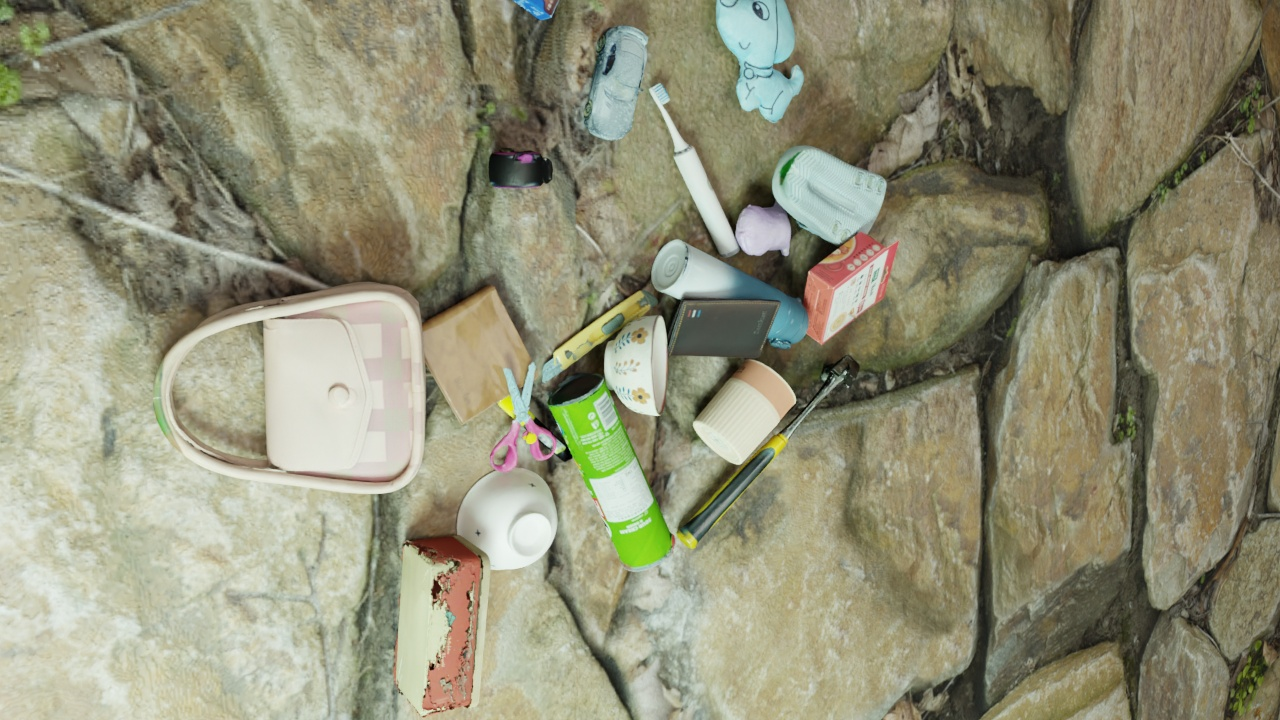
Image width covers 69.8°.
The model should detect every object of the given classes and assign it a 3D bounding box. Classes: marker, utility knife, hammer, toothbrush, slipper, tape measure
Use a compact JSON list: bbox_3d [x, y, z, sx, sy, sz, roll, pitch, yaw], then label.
[{"bbox_3d":[-0.116,0.075,1.019,0.018,0.015,0.124,-50,124,-10],"label":"marker"},{"bbox_3d":[-0.048,-0.031,1.045,0.172,0.019,0.031,-36,110,-18],"label":"utility knife"},{"bbox_3d":[0.164,0.112,1.164,0.032,0.126,0.323,44,79,5],"label":"hammer"},{"bbox_3d":[0.062,-0.219,1.070,0.026,0.026,0.221,-26,116,6],"label":"toothbrush"},{"bbox_3d":[0.228,-0.207,1.149,0.245,0.074,0.104,11,103,-51],"label":"slipper"},{"bbox_3d":[-0.125,-0.196,0.933,0.057,0.057,0.039,-16,111,-47],"label":"tape measure"}]

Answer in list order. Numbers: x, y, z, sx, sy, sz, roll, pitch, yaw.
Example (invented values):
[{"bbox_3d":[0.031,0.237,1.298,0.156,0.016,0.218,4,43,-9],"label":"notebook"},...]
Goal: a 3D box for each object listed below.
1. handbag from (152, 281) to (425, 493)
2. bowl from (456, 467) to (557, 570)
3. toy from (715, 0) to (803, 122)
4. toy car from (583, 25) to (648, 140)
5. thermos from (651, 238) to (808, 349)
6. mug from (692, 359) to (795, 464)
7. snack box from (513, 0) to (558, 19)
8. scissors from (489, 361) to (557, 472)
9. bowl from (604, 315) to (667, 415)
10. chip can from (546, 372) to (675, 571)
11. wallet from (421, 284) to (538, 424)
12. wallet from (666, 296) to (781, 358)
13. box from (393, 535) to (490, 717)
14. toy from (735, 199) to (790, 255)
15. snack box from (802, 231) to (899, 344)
[{"bbox_3d":[-0.317,0.027,0.845,0.233,0.093,0.193,-3,100,-25],"label":"handbag"},{"bbox_3d":[-0.133,0.181,0.997,0.118,0.065,0.118,-7,104,-32],"label":"bowl"},{"bbox_3d":[0.143,-0.371,1.080,0.161,0.050,0.156,9,97,-39],"label":"toy"},{"bbox_3d":[-0.025,-0.300,0.993,0.054,0.037,0.120,10,97,-34],"label":"toy car"},{"bbox_3d":[0.115,-0.076,1.108,0.220,0.070,0.070,22,87,-34],"label":"thermos"},{"bbox_3d":[0.131,0.072,1.146,0.105,0.082,0.115,-47,150,-15],"label":"mug"},{"bbox_3d":[-0.138,-0.417,0.901,0.157,0.026,0.084,27,84,-34],"label":"snack box"},{"bbox_3d":[-0.135,0.063,0.980,0.096,0.017,0.137,-27,126,-18],"label":"scissors"},{"bbox_3d":[-0.006,0.006,1.035,0.062,0.113,0.113,-1,103,9],"label":"bowl"},{"bbox_3d":[-0.031,0.128,1.048,0.072,0.072,0.236,-33,115,-24],"label":"chip can"},{"bbox_3d":[-0.171,-0.006,0.956,0.101,0.020,0.115,-34,108,-22],"label":"wallet"},{"bbox_3d":[0.096,-0.039,1.083,0.122,0.020,0.097,1,140,-16],"label":"wallet"},{"bbox_3d":[-0.213,0.273,0.946,0.079,0.091,0.168,0,99,-37],"label":"box"},{"bbox_3d":[0.153,-0.164,1.125,0.107,0.039,0.084,-18,106,-47],"label":"toy"},{"bbox_3d":[0.268,-0.099,1.186,0.126,0.044,0.113,-35,149,-23],"label":"snack box"}]
